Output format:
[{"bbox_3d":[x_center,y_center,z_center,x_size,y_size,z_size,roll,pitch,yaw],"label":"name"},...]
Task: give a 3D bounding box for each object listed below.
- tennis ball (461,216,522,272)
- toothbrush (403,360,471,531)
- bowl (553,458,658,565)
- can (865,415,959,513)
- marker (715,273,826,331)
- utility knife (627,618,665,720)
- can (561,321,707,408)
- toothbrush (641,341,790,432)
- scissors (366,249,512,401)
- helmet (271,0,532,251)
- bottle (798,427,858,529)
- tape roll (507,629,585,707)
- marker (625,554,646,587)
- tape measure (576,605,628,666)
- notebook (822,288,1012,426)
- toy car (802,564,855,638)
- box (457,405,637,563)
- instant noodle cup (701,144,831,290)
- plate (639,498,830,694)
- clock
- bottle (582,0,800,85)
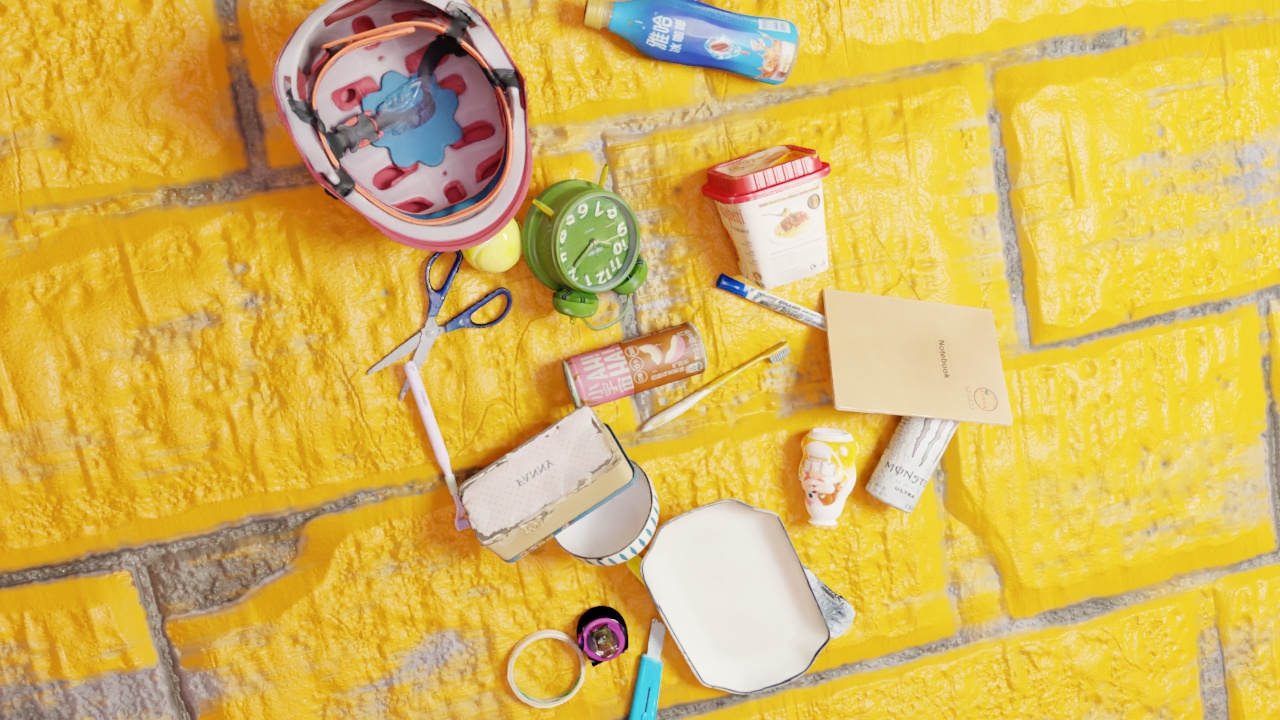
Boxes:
[{"bbox_3d":[-0.149,-0.121,0.923,0.065,0.065,0.065,-1,97,-10],"label":"tennis ball"},{"bbox_3d":[-0.211,0.089,0.958,0.029,0.021,0.189,-25,104,-31],"label":"toothbrush"},{"bbox_3d":[-0.032,0.164,0.968,0.116,0.116,0.066,-39,144,-4],"label":"bowl"},{"bbox_3d":[0.313,0.097,1.038,0.058,0.058,0.147,27,92,-12],"label":"can"},{"bbox_3d":[0.151,-0.062,1.011,0.145,0.017,0.017,21,93,-12],"label":"marker"},{"bbox_3d":[0.005,0.383,1.038,0.034,0.018,0.188,9,94,-11],"label":"utility knife"},{"bbox_3d":[-0.006,0.006,0.969,0.147,0.058,0.058,-17,100,-8],"label":"can"},{"bbox_3d":[0.084,0.031,1.011,0.191,0.016,0.018,-31,110,-6],"label":"toothbrush"},{"bbox_3d":[-0.212,-0.043,0.949,0.163,0.012,0.161,-12,101,-8],"label":"scissors"},{"bbox_3d":[-0.213,-0.228,0.863,0.207,0.144,0.240,-30,115,-5],"label":"helmet"},{"bbox_3d":[0.207,0.132,1.020,0.063,0.063,0.108,2,96,-11],"label":"bottle"},{"bbox_3d":[-0.104,0.341,1.014,0.085,0.014,0.086,-1,97,-10],"label":"tape roll"},{"bbox_3d":[0.025,0.261,1.029,0.018,0.015,0.124,-40,105,-3],"label":"marker"},{"bbox_3d":[-0.042,0.301,1.008,0.057,0.039,0.058,-22,100,-7],"label":"tape measure"},{"bbox_3d":[0.304,-0.005,1.012,0.207,0.008,0.147,6,63,-11],"label":"notebook"},{"bbox_3d":[0.201,0.277,1.054,0.105,0.031,0.049,40,88,-12],"label":"toy car"},{"bbox_3d":[-0.091,0.123,0.940,0.184,0.089,0.061,-30,144,0],"label":"box"},{"bbox_3d":[0.138,-0.149,0.955,0.116,0.116,0.124,-20,112,-8],"label":"instant noodle cup"},{"bbox_3d":[0.103,0.255,1.001,0.162,0.034,0.266,-24,114,7],"label":"plate"},{"bbox_3d":[-0.052,-0.107,0.929,0.116,0.056,0.161,-31,120,-26],"label":"clock"},{"bbox_3d":[0.051,-0.332,0.934,0.218,0.065,0.065,8,95,-11],"label":"bottle"}]
